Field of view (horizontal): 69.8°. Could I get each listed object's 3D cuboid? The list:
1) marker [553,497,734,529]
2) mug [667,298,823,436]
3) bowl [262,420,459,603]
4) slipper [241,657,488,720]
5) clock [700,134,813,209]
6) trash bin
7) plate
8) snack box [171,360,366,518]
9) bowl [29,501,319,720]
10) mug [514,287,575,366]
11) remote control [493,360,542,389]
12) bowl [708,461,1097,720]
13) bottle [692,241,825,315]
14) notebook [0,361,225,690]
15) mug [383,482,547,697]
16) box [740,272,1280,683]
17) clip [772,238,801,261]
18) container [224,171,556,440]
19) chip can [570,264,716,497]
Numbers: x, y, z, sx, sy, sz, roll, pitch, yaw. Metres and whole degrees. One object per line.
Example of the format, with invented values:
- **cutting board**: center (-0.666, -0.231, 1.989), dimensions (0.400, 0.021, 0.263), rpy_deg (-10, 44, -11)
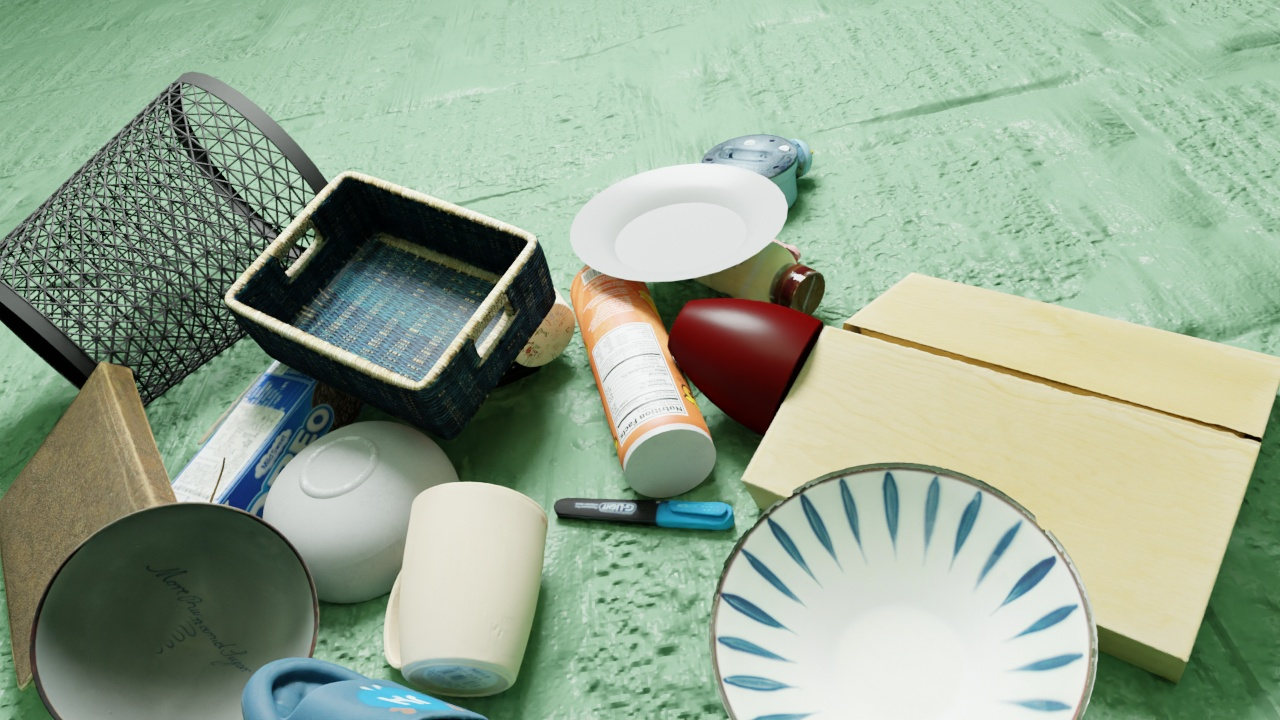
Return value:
- **marker**: center (0.001, 0.099, 0.602), dimensions (0.123, 0.015, 0.018), rpy_deg (0, 43, 18)
- **mug**: center (0.069, -0.005, 0.641), dimensions (0.088, 0.114, 0.087), rpy_deg (26, 94, 14)
- **bowl**: center (-0.194, 0.092, 0.628), dimensions (0.132, 0.064, 0.131), rpy_deg (-8, 40, 7)
- **slipper**: center (-0.100, 0.199, 0.452), dimensions (0.214, 0.103, 0.059), rpy_deg (23, 86, 24)
- **clock**: center (0.109, -0.177, 0.860), dimensions (0.089, 0.052, 0.124), rpy_deg (12, 46, 29)
- **trash bin**: center (-0.420, -0.091, 0.809), dimensions (0.217, 0.217, 0.242), rpy_deg (20, 57, 34)
- **plate**: center (0.031, -0.106, 0.734), dimensions (0.173, 0.019, 0.172), rpy_deg (-7, 39, 6)
- **snack box**: center (-0.261, 0.040, 0.696), dimensions (0.059, 0.059, 0.225), rpy_deg (10, 52, 26)
- **bowl**: center (-0.272, 0.158, 0.551), dimensions (0.150, 0.150, 0.057), rpy_deg (-30, 2, -18)
- **mug**: center (-0.117, -0.031, 0.735), dimensions (0.122, 0.081, 0.097), rpy_deg (-44, 52, -4)
- **remote control**: center (-0.141, 0.015, 0.743), dimensions (0.124, 0.010, 0.039), rpy_deg (-19, 40, -6)
- **bowl**: center (0.128, 0.144, 0.460), dimensions (0.177, 0.071, 0.177), rpy_deg (-12, 48, 13)
- **bottle**: center (0.076, -0.080, 0.754), dimensions (0.056, 0.057, 0.162), rpy_deg (-37, 45, -25)
- **notebook**: center (-0.377, 0.092, 0.643), dimensions (0.190, 0.034, 0.215), rpy_deg (-52, 46, 3)
- **mug**: center (-0.111, 0.142, 0.544), dimensions (0.112, 0.085, 0.104), rpy_deg (-26, 45, 30)
- **box**: center (0.232, 0.035, 0.566), dimensions (0.248, 0.097, 0.260), rpy_deg (20, 45, 32)
- **clip**: center (0.113, -0.096, 0.791), dimensions (0.058, 0.022, 0.035), rpy_deg (26, 51, 31)
- **container**: center (-0.175, -0.043, 0.660), dimensions (0.187, 0.071, 0.145), rpy_deg (21, 62, 22)
- **chip can**: center (-0.004, 0.004, 0.675), dimensions (0.062, 0.062, 0.210), rpy_deg (-17, 40, -3)
